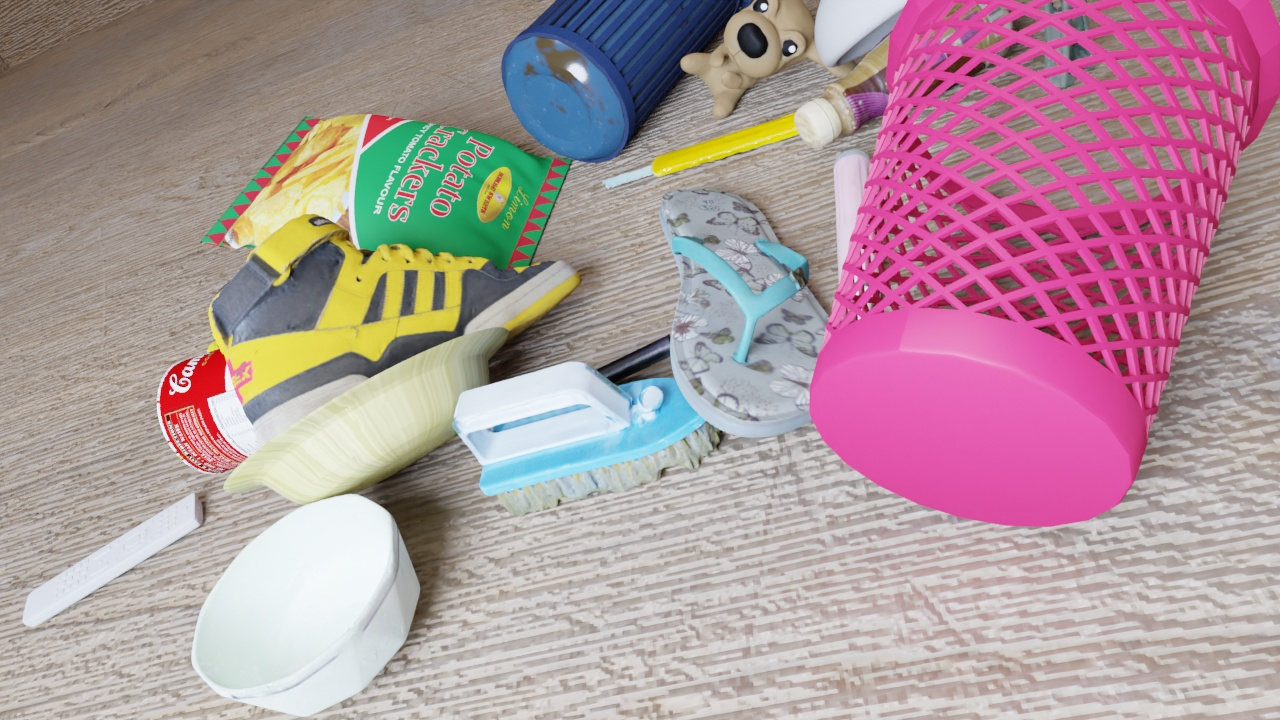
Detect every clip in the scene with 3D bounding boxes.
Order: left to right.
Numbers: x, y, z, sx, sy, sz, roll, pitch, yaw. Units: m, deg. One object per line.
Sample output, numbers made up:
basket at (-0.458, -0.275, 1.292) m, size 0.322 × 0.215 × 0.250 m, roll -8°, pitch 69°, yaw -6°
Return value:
clip at (0.292, -0.227, 0.617) m, size 0.050 × 0.078 × 0.023 m, roll -25°, pitch 35°, yaw -21°

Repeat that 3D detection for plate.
plate at (-0.149, 0.045, 0.547) m, size 0.184 × 0.036 × 0.184 m, roll -32°, pitch -4°, yaw -2°

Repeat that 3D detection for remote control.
remote control at (-0.364, 0.138, 0.636) m, size 0.131 × 0.012 × 0.033 m, roll -32°, pitch 35°, yaw -6°

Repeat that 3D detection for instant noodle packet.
instant noodle packet at (-0.203, -0.137, 0.775) m, size 0.253 × 0.090 × 0.195 m, roll 10°, pitch 45°, yaw 4°

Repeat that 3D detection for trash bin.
trash bin at (-0.010, -0.298, 0.830) m, size 0.139 × 0.139 × 0.248 m, roll 9°, pitch 52°, yaw 38°

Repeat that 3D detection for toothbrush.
toothbrush at (0.133, -0.059, 0.556) m, size 0.027 × 0.027 × 0.222 m, roll -12°, pitch 41°, yaw 20°

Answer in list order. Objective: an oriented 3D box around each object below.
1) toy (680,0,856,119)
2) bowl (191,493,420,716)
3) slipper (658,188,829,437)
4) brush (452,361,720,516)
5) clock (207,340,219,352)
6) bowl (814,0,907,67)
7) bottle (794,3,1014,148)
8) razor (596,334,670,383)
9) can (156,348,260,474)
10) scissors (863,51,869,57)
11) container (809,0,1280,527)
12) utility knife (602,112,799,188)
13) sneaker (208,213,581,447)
toy at (0.096, -0.259, 0.762) m, size 0.108 × 0.134 × 0.105 m, roll -32°, pitch 5°, yaw 39°
bowl at (-0.165, 0.135, 0.481) m, size 0.117 × 0.061 × 0.117 m, roll -17°, pitch 38°, yaw 14°
slipper at (0.065, -0.055, 0.549) m, size 0.098 × 0.055 × 0.268 m, roll 6°, pitch 34°, yaw -7°
brush at (-0.026, 0.035, 0.502) m, size 0.136 × 0.075 × 0.055 m, roll -15°, pitch 40°, yaw 16°
clock at (-0.302, -0.013, 0.739) m, size 0.083 × 0.057 × 0.118 m, roll 25°, pitch 69°, yaw 46°
bowl at (0.197, -0.290, 0.665) m, size 0.176 × 0.066 × 0.176 m, roll -31°, pitch 4°, yaw 2°
bottle at (0.188, -0.209, 0.668) m, size 0.166 × 0.060 × 0.059 m, roll -32°, pitch 38°, yaw -6°
razor at (-0.003, 0.003, 0.568) m, size 0.144 × 0.022 × 0.042 m, roll -21°, pitch 37°, yaw 8°
can at (-0.260, 0.024, 0.645) m, size 0.116 × 0.087 × 0.086 m, roll -17°, pitch 39°, yaw 14°
scissors at (0.242, -0.282, 0.760) m, size 0.125 × 0.011 × 0.128 m, roll -41°, pitch 41°, yaw -15°
container at (0.173, -0.054, 0.419) m, size 0.183 × 0.183 × 0.225 m, roll 6°, pitch 56°, yaw 35°
utility knife at (0.057, -0.170, 0.735) m, size 0.191 × 0.018 × 0.030 m, roll -12°, pitch 35°, yaw 14°
sneaker at (-0.157, -0.043, 0.591) m, size 0.237 × 0.122 × 0.086 m, roll -31°, pitch 1°, yaw -34°
